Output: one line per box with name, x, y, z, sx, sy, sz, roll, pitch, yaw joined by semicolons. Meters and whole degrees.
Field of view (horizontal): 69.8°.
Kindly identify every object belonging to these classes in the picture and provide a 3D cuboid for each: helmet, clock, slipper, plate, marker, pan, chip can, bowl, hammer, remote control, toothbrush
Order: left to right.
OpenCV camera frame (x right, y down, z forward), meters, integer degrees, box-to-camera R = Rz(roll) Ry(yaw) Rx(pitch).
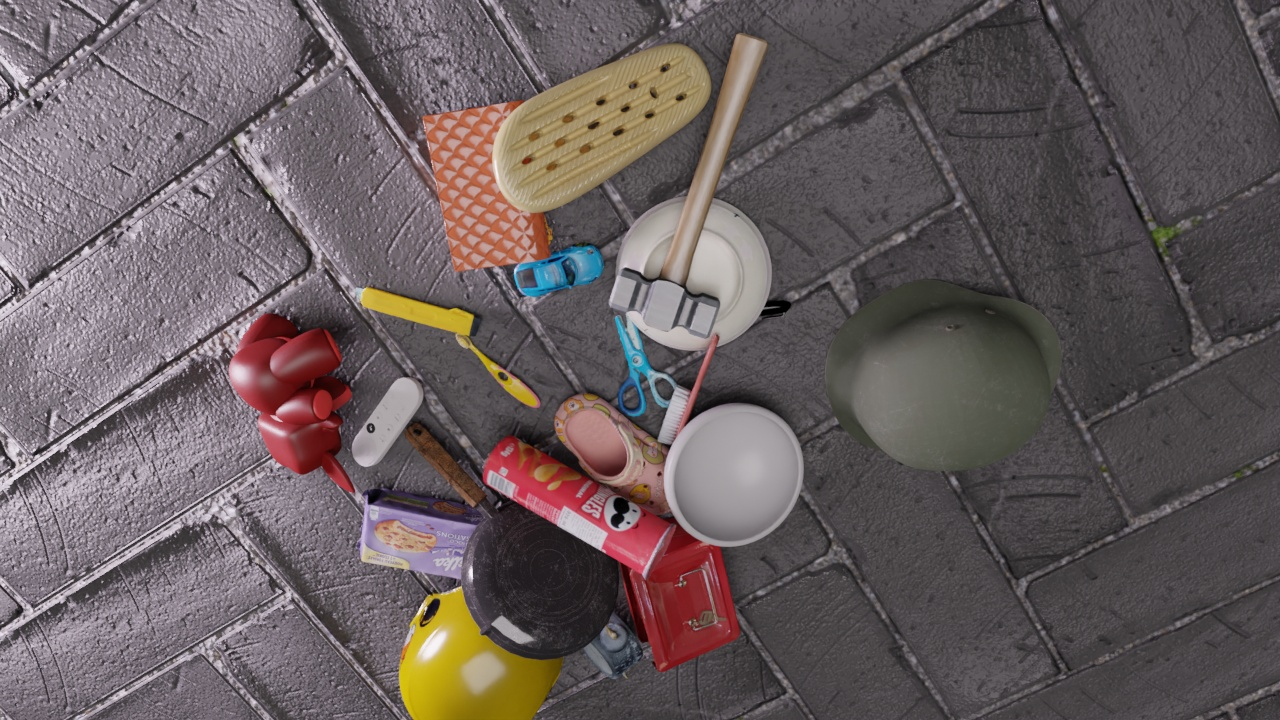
remote control;-0.316;0.077;1.144;0.043;0.013;0.137;43;107;15
helmet;-0.209;0.404;1.176;0.209;0.139;0.241;34;124;-10
toothbrush;-0.174;0.013;1.123;0.135;0.016;0.021;43;101;-12
pan;-0.169;0.204;1.130;0.357;0.207;0.040;47;147;3
chip can;-0.076;0.171;1.094;0.233;0.073;0.073;28;109;13
slipper;-0.046;-0.256;0.994;0.261;0.079;0.111;-31;105;-7
clock;-0.044;0.360;1.197;0.052;0.090;0.129;-37;135;-26
slipper;-0.027;0.126;1.126;0.197;0.081;0.093;41;107;-10
plate;0.060;-0.097;1.057;0.182;0.034;0.182;1;104;5
hammer;0.068;-0.186;0.992;0.117;0.051;0.323;19;103;1
bowl;0.106;0.133;1.120;0.176;0.066;0.177;-3;101;-16
marker;0.110;-0.054;1.089;0.139;0.016;0.022;-9;92;6
helmet;0.357;0.034;1.040;0.268;0.153;0.227;-15;109;7

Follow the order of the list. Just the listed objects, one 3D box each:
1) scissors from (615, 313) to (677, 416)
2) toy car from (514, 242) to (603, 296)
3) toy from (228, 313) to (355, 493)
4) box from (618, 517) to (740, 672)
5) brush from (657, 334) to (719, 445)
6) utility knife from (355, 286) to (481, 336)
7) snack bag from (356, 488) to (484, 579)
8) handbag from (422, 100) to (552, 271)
scissors;-0.010;0.005;1.118;0.083;0.015;0.140;-21;110;9
toy car;-0.096;-0.105;1.070;0.105;0.032;0.048;-13;108;5
toy;-0.405;0.052;1.091;0.158;0.120;0.197;14;127;36
box;0.045;0.288;1.183;0.136;0.122;0.157;-16;106;-12
brush;0.056;0.036;1.095;0.030;0.040;0.173;21;125;5
utility knife;-0.267;-0.061;1.100;0.155;0.017;0.030;15;105;-4
snack bag;-0.257;0.224;1.181;0.205;0.058;0.096;13;114;-6
handbag;-0.164;-0.195;1.024;0.109;0.060;0.172;-6;107;10
